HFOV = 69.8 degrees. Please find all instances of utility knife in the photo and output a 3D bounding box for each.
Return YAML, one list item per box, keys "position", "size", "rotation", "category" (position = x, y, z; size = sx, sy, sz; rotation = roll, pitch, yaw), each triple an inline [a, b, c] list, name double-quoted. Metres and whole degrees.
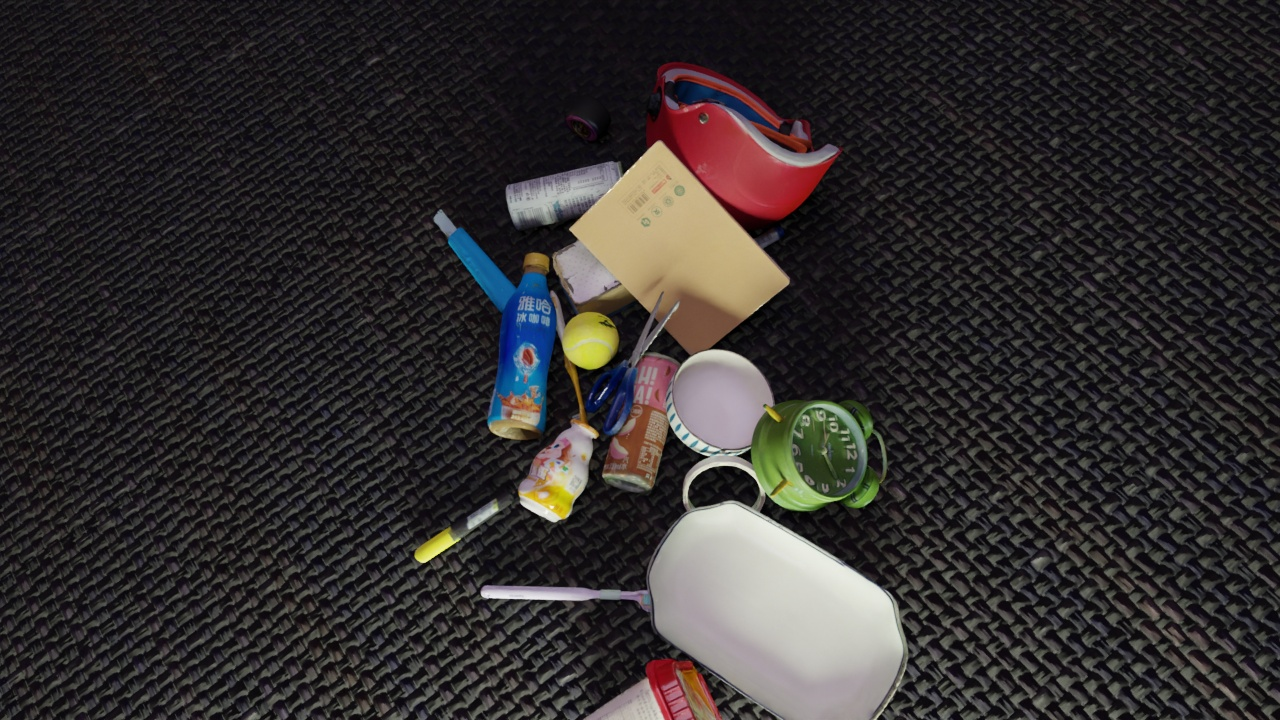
- position: [-0.204, -0.125, 1.136]
  size: [0.034, 0.018, 0.187]
  rotation: [-33, 66, -18]
  category: "utility knife"

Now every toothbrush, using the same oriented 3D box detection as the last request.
- position: [-0.077, 0.248, 0.966]
  size: [0.189, 0.029, 0.021]
  rotation: [0, 28, 10]
  category: "toothbrush"
- position: [-0.086, 0.002, 1.070]
  size: [0.018, 0.016, 0.191]
  rotation: [-19, 67, 9]
  category: "toothbrush"

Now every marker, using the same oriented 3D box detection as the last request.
- position: [-0.193, 0.183, 1.013]
  size: [0.124, 0.015, 0.018]
  rotation: [-33, 68, -9]
  category: "marker"
- position: [0.106, -0.119, 1.089]
  size: [0.145, 0.017, 0.017]
  rotation: [-30, 67, -5]
  category: "marker"

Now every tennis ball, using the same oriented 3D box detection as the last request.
- position: [-0.057, -0.023, 1.047]
  size: [0.065, 0.065, 0.065]
  rotation: [-3, 68, 7]
  category: "tennis ball"

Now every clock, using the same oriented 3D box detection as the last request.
- position: [0.191, 0.096, 0.948]
  size: [0.161, 0.056, 0.116]
  rotation: [5, 76, -28]
  category: "clock"

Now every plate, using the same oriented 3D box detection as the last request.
- position: [0.133, 0.255, 0.919]
  size: [0.266, 0.034, 0.162]
  rotation: [29, 79, 17]
  category: "plate"

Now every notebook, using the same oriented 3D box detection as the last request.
- position: [0.041, -0.116, 1.008]
  size: [0.207, 0.008, 0.148]
  rotation: [45, 117, -8]
  category: "notebook"

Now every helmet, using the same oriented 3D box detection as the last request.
- position: [0.094, -0.239, 1.062]
  size: [0.206, 0.144, 0.240]
  rotation: [7, 31, -31]
  category: "helmet"

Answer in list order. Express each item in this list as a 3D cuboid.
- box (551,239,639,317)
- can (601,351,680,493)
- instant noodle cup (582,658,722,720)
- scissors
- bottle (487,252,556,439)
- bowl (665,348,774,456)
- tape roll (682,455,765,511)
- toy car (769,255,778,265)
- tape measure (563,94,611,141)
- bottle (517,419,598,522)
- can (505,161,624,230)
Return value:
- position: [-0.020, -0.114, 1.084]
  size: [0.184, 0.061, 0.089]
  rotation: [-26, 66, 0]
  category: "box"
- position: [0.003, 0.068, 1.006]
  size: [0.058, 0.058, 0.147]
  rotation: [11, 70, 12]
  category: "can"
- position: [0.007, 0.356, 0.865]
  size: [0.124, 0.116, 0.116]
  rotation: [-29, 67, 8]
  category: "instant noodle cup"
- position: [-0.013, 0.005, 1.009]
  size: [0.012, 0.161, 0.163]
  rotation: [27, 60, -27]
  category: "scissors"
- position: [-0.131, -0.020, 1.056]
  size: [0.065, 0.065, 0.218]
  rotation: [1, 69, 9]
  category: "bottle"
- position: [0.079, 0.053, 0.988]
  size: [0.116, 0.066, 0.116]
  rotation: [7, 63, -15]
  category: "bowl"
- position: [0.087, 0.138, 0.957]
  size: [0.086, 0.086, 0.013]
  rotation: [-6, 26, 6]
  category: "tape roll"
- position: [0.114, -0.085, 1.066]
  size: [0.105, 0.031, 0.049]
  rotation: [-25, 66, -4]
  category: "toy car"
- position: [-0.066, -0.311, 1.171]
  size: [0.058, 0.057, 0.039]
  rotation: [27, 73, 26]
  category: "tape measure"
- position: [-0.085, 0.118, 0.996]
  size: [0.063, 0.063, 0.108]
  rotation: [24, 73, 17]
  category: "bottle"
- position: [-0.089, -0.203, 1.129]
  size: [0.147, 0.058, 0.058]
  rotation: [-12, 67, 3]
  category: "can"
